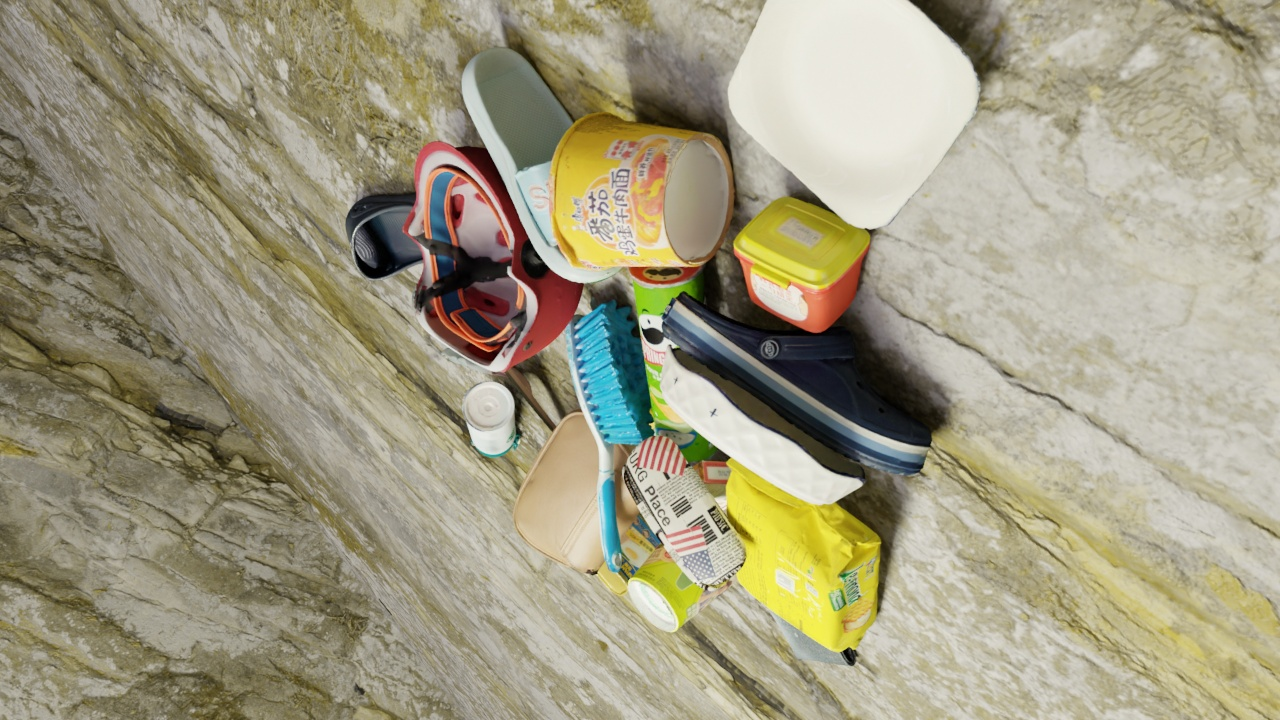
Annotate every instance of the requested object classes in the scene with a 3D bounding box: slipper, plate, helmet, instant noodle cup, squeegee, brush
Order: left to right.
[{"bbox_3d":[-0.350,-0.164,1.239,0.269,0.083,0.111,0,120,50],"label":"slipper"},{"bbox_3d":[-0.204,0.016,1.271,0.250,0.040,0.248,24,155,45],"label":"squeegee"},{"bbox_3d":[-0.143,-0.119,0.973,0.207,0.143,0.240,21,121,42],"label":"helmet"},{"bbox_3d":[-0.079,-0.190,0.860,0.245,0.103,0.074,60,146,-1],"label":"slipper"},{"bbox_3d":[-0.028,0.092,1.025,0.110,0.060,0.314,-8,100,38],"label":"brush"},{"bbox_3d":[0.007,-0.138,0.777,0.110,0.137,0.138,13,131,35],"label":"instant noodle cup"},{"bbox_3d":[0.053,0.257,1.104,0.112,0.123,0.112,32,143,29],"label":"instant noodle cup"},{"bbox_3d":[0.101,0.059,0.807,0.205,0.045,0.204,34,-172,-6],"label":"plate"},{"bbox_3d":[0.139,0.005,0.787,0.253,0.095,0.105,31,-170,6],"label":"slipper"},{"bbox_3d":[0.146,-0.188,0.634,0.163,0.034,0.165,45,148,11],"label":"plate"}]

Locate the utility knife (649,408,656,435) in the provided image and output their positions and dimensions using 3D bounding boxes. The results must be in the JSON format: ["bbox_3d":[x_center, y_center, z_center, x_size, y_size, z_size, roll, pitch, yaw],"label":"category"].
[{"bbox_3d":[-0.011,0.038,1.069,0.202,0.015,0.033,56,147,-5],"label":"utility knife"}]

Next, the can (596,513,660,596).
[{"bbox_3d":[-0.027,0.250,1.235,0.102,0.083,0.057,49,148,5],"label":"can"}]

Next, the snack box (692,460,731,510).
[{"bbox_3d":[0.071,0.147,1.019,0.156,0.077,0.027,134,136,-57],"label":"snack box"}]

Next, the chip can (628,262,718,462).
[{"bbox_3d":[0.038,-0.001,0.920,0.072,0.072,0.236,26,140,35],"label":"chip can"}]

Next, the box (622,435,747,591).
[{"bbox_3d":[0.048,0.152,0.935,0.087,0.075,0.162,-45,68,33],"label":"box"}]

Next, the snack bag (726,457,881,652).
[{"bbox_3d":[0.160,0.201,0.929,0.158,0.068,0.247,31,154,31],"label":"snack bag"}]

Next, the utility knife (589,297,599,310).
[{"bbox_3d":[-0.006,0.006,1.035,0.029,0.013,0.182,-20,107,53],"label":"utility knife"}]

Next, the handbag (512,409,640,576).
[{"bbox_3d":[-0.063,0.159,1.140,0.148,0.099,0.205,43,116,22],"label":"handbag"}]

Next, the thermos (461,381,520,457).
[{"bbox_3d":[-0.204,0.089,1.275,0.073,0.073,0.224,47,165,7],"label":"thermos"}]

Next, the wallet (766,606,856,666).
[{"bbox_3d":[0.190,0.306,1.080,0.097,0.019,0.121,-20,103,57],"label":"wallet"}]

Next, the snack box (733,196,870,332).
[{"bbox_3d":[0.127,-0.073,0.732,0.091,0.081,0.080,32,153,30],"label":"snack box"}]
